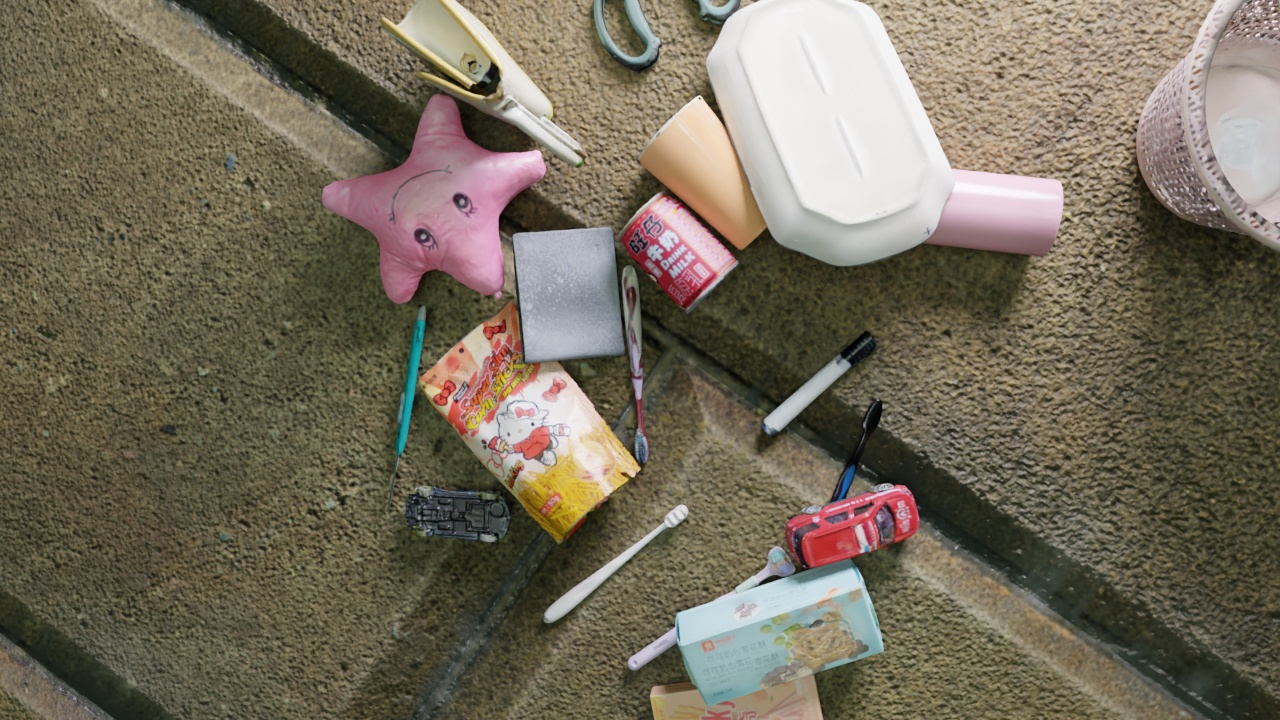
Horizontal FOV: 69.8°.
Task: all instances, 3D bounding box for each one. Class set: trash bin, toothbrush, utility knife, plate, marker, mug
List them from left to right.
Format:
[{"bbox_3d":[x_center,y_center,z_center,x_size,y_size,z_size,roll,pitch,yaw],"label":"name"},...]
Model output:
[{"bbox_3d":[-0.227,0.048,0.884,0.013,0.029,0.209,8,97,-20],"label":"utility knife"},{"bbox_3d":[-0.026,0.196,0.875,0.180,0.016,0.016,-40,82,9],"label":"toothbrush"},{"bbox_3d":[-0.005,0.005,0.856,0.016,0.017,0.187,-3,95,7],"label":"toothbrush"},{"bbox_3d":[0.063,0.239,0.865,0.189,0.021,0.029,-38,70,11],"label":"toothbrush"},{"bbox_3d":[0.066,-0.160,0.806,0.078,0.078,0.123,-43,93,9],"label":"mug"},{"bbox_3d":[0.163,0.023,0.836,0.131,0.018,0.022,-43,98,8],"label":"marker"},{"bbox_3d":[0.156,-0.206,0.762,0.162,0.034,0.265,-17,73,-1],"label":"plate"},{"bbox_3d":[0.184,0.122,0.846,0.014,0.016,0.189,19,100,-4],"label":"toothbrush"},{"bbox_3d":[0.486,-0.180,0.686,0.227,0.192,0.227,1,94,7],"label":"trash bin"}]

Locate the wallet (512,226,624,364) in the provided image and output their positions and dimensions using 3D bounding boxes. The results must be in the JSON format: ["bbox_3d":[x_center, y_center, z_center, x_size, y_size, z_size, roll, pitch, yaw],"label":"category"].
[{"bbox_3d":[-0.066,-0.060,0.842,0.097,0.019,0.121,-6,94,-19],"label":"wallet"}]

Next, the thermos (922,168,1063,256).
[{"bbox_3d":[0.248,-0.123,0.783,0.199,0.067,0.087,7,69,5],"label":"thermos"}]

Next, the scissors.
[{"bbox_3d":[-0.004,-0.341,0.826,0.177,0.019,0.169,42,99,1],"label":"scissors"}]

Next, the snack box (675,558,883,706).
[{"bbox_3d":[0.124,0.246,0.831,0.175,0.051,0.074,-20,110,6],"label":"snack box"}]

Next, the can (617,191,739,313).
[{"bbox_3d":[0.033,-0.097,0.817,0.066,0.066,0.094,-44,88,9],"label":"can"}]

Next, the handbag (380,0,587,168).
[{"bbox_3d":[-0.122,-0.227,0.778,0.063,0.163,0.179,-44,89,10],"label":"handbag"}]

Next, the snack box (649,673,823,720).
[{"bbox_3d":[0.093,0.342,0.868,0.157,0.026,0.084,-11,93,8],"label":"snack box"}]

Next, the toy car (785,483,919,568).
[{"bbox_3d":[0.192,0.151,0.822,0.120,0.045,0.053,-20,104,-1],"label":"toy car"}]

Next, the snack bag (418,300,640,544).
[{"bbox_3d":[-0.104,0.060,0.858,0.129,0.073,0.208,-43,81,9],"label":"snack bag"}]

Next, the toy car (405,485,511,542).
[{"bbox_3d":[-0.174,0.146,0.883,0.106,0.031,0.049,3,96,9],"label":"toy car"}]

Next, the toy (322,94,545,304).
[{"bbox_3d":[-0.172,-0.136,0.838,0.195,0.074,0.178,-35,98,7],"label":"toy"}]
